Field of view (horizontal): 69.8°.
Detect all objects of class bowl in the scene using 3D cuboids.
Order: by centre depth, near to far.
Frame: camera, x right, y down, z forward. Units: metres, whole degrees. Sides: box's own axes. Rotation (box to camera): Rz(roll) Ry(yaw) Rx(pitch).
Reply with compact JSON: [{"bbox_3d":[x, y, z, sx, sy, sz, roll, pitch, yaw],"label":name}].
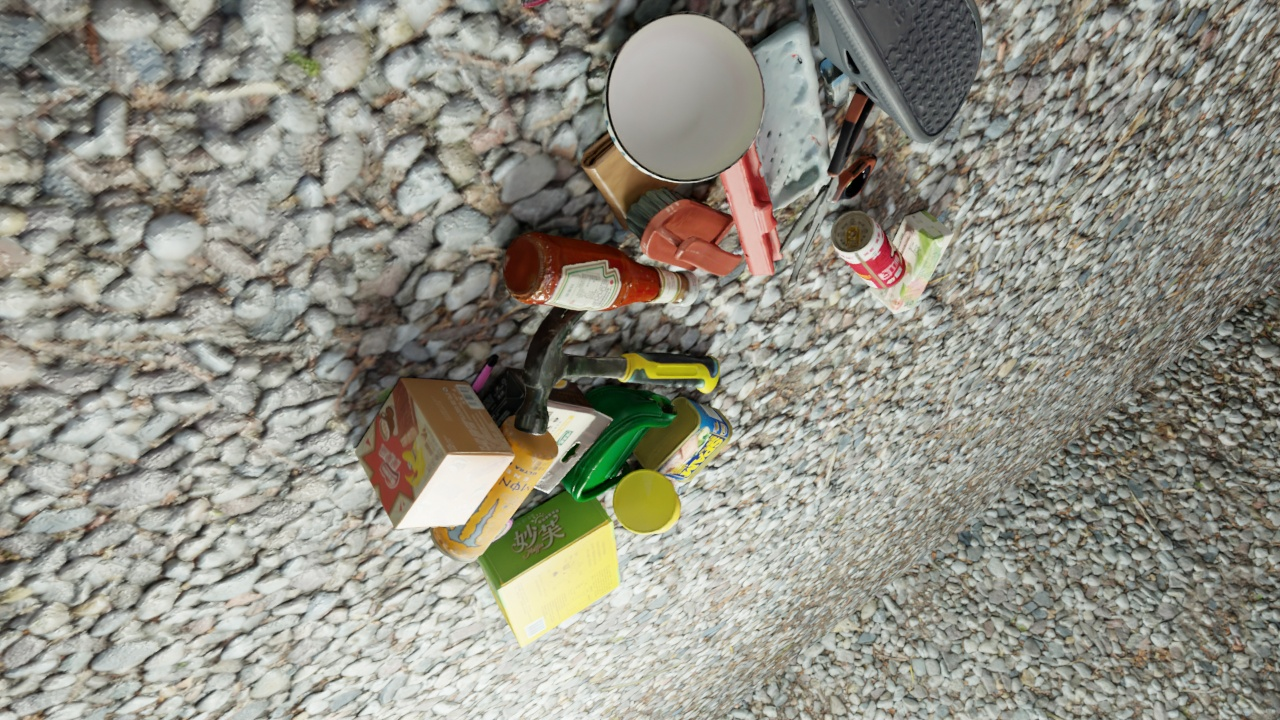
[{"bbox_3d":[0.027,-0.189,0.673,0.116,0.116,0.066,-38,-166,-2],"label":"bowl"}]

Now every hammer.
[{"bbox_3d":[-0.005,0.005,0.924,0.322,0.032,0.126,3,102,-57],"label":"hammer"}]

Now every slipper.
[{"bbox_3d":[0.191,-0.289,0.740,0.110,0.083,0.268,-51,132,1],"label":"slipper"}]

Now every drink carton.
[{"bbox_3d":[0.332,-0.120,1.133,0.045,0.053,0.123,-19,144,-30],"label":"drink carton"}]

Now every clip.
[{"bbox_3d":[0.177,-0.248,0.825,0.027,0.043,0.058,-40,158,-4],"label":"clip"}]

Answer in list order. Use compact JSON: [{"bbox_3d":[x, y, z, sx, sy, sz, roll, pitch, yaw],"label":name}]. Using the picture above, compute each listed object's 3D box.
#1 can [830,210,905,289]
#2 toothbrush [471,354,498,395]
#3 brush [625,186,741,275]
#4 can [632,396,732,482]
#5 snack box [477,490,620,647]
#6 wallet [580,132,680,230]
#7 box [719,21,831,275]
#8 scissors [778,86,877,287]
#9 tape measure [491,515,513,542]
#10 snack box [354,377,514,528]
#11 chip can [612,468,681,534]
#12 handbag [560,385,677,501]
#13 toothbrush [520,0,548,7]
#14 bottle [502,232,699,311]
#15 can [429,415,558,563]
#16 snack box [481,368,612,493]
[{"bbox_3d":[0.261,-0.125,1.050,0.053,0.053,0.132,-46,149,12],"label":"can"},{"bbox_3d":[-0.179,0.069,0.869,0.014,0.018,0.190,6,127,-48],"label":"toothbrush"},{"bbox_3d":[0.042,-0.106,0.792,0.063,0.069,0.145,-50,162,16],"label":"brush"},{"bbox_3d":[0.050,0.097,1.118,0.102,0.057,0.083,-47,147,13],"label":"can"},{"bbox_3d":[-0.110,0.257,1.146,0.157,0.070,0.210,-29,148,-17],"label":"snack box"},{"bbox_3d":[0.012,-0.170,0.752,0.115,0.020,0.101,-42,153,0],"label":"wallet"},{"bbox_3d":[0.110,-0.179,0.804,0.154,0.074,0.201,-62,153,-17],"label":"box"},{"bbox_3d":[0.188,-0.175,0.876,0.224,0.015,0.189,-43,150,-42],"label":"scissors"},{"bbox_3d":[-0.170,0.173,0.998,0.057,0.039,0.058,-17,149,-33],"label":"tape measure"},{"bbox_3d":[-0.182,0.082,0.805,0.077,0.092,0.094,7,127,-51],"label":"snack box"},{"bbox_3d":[0.011,0.173,1.101,0.072,0.072,0.213,-37,169,-4],"label":"chip can"},{"bbox_3d":[-0.031,0.090,1.007,0.120,0.068,0.132,-4,135,-47],"label":"handbag"},{"bbox_3d":[0.002,-0.273,0.605,0.187,0.016,0.017,-29,139,-16],"label":"toothbrush"},{"bbox_3d":[-0.025,-0.071,0.798,0.205,0.059,0.060,2,131,-47],"label":"bottle"},{"bbox_3d":[-0.137,0.120,0.853,0.058,0.058,0.146,7,127,-52],"label":"can"},{"bbox_3d":[-0.110,0.073,0.911,0.113,0.053,0.125,-49,148,17],"label":"snack box"}]
